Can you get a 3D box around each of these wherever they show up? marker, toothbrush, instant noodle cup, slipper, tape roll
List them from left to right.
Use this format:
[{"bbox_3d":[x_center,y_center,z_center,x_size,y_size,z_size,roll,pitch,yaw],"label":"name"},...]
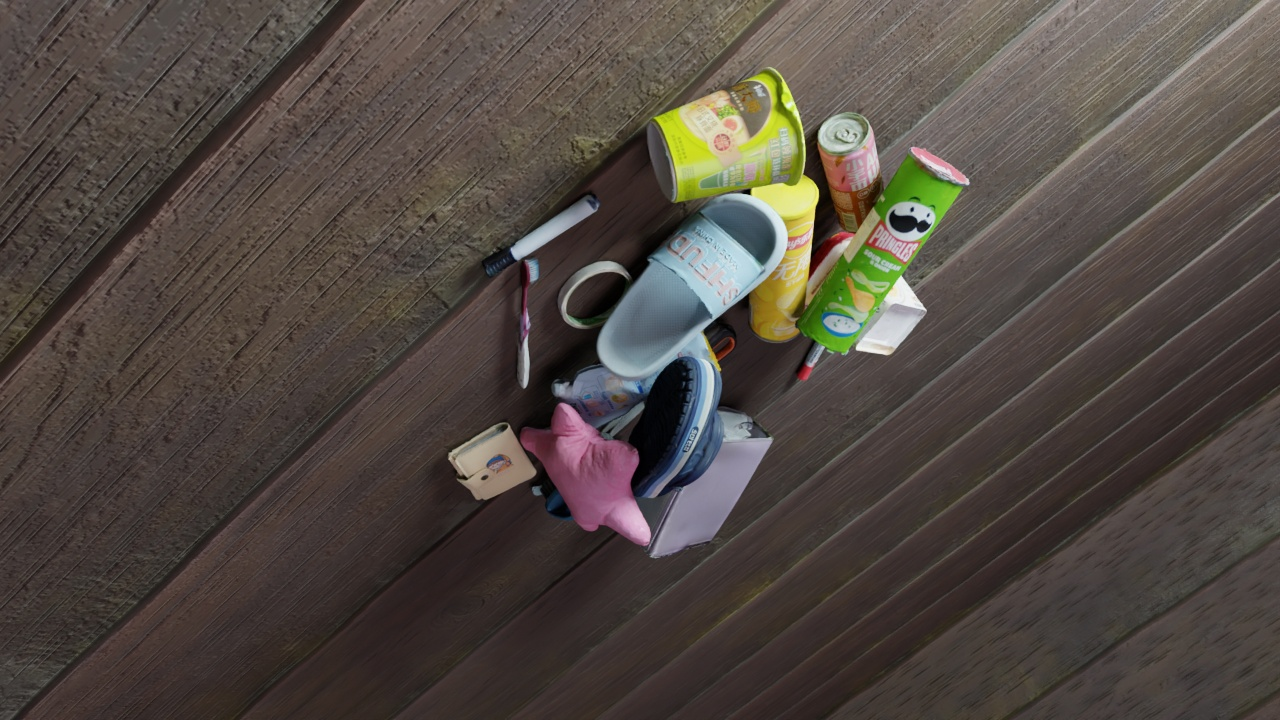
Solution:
[{"bbox_3d":[-0.120,-0.036,0.976,0.017,0.016,0.188,-24,144,-28],"label":"toothbrush"},{"bbox_3d":[-0.096,-0.122,0.889,0.131,0.018,0.022,-33,151,2],"label":"marker"},{"bbox_3d":[-0.048,-0.070,0.990,0.085,0.014,0.086,-20,143,-17],"label":"tape roll"},{"bbox_3d":[0.042,-0.076,0.956,0.246,0.104,0.074,-46,167,14],"label":"slipper"},{"bbox_3d":[0.046,0.092,1.044,0.095,0.105,0.253,4,149,-16],"label":"slipper"},{"bbox_3d":[0.074,-0.201,0.855,0.123,0.111,0.112,-18,142,-8],"label":"instant noodle cup"},{"bbox_3d":[0.250,-0.029,1.258,0.017,0.017,0.146,-7,137,-31],"label":"marker"},{"bbox_3d":[0.272,-0.078,1.124,0.116,0.124,0.117,6,129,-41],"label":"instant noodle cup"}]

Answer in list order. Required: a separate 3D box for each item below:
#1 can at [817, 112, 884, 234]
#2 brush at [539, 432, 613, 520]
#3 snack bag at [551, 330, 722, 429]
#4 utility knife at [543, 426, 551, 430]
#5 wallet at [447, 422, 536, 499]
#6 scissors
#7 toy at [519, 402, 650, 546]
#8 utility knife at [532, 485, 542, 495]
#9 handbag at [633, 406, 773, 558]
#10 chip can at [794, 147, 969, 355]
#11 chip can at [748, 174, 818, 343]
[{"bbox_3d":[0.234,-0.201,1.007,0.058,0.058,0.147,-33,145,1],"label":"can"},{"bbox_3d":[-0.072,0.156,1.161,0.055,0.073,0.144,10,133,-41],"label":"brush"},{"bbox_3d":[-0.006,0.025,1.054,0.191,0.038,0.110,-21,150,9],"label":"snack bag"},{"bbox_3d":[-0.073,0.106,1.173,0.033,0.015,0.156,-35,146,30],"label":"utility knife"},{"bbox_3d":[-0.181,0.128,1.117,0.087,0.024,0.115,-27,145,-6],"label":"wallet"},{"bbox_3d":[0.014,0.019,1.143,0.235,0.021,0.152,-29,140,6],"label":"scissors"},{"bbox_3d":[-0.050,0.135,1.058,0.074,0.194,0.179,-38,-174,-38],"label":"toy"},{"bbox_3d":[-0.050,0.165,1.261,0.224,0.018,0.034,-4,129,-34],"label":"utility knife"},{"bbox_3d":[0.077,0.164,1.266,0.144,0.098,0.197,8,117,-39],"label":"handbag"},{"bbox_3d":[0.261,-0.116,1.013,0.072,0.072,0.237,3,129,-39],"label":"chip can"},{"bbox_3d":[0.158,-0.112,1.044,0.072,0.072,0.214,-23,143,-13],"label":"chip can"}]
